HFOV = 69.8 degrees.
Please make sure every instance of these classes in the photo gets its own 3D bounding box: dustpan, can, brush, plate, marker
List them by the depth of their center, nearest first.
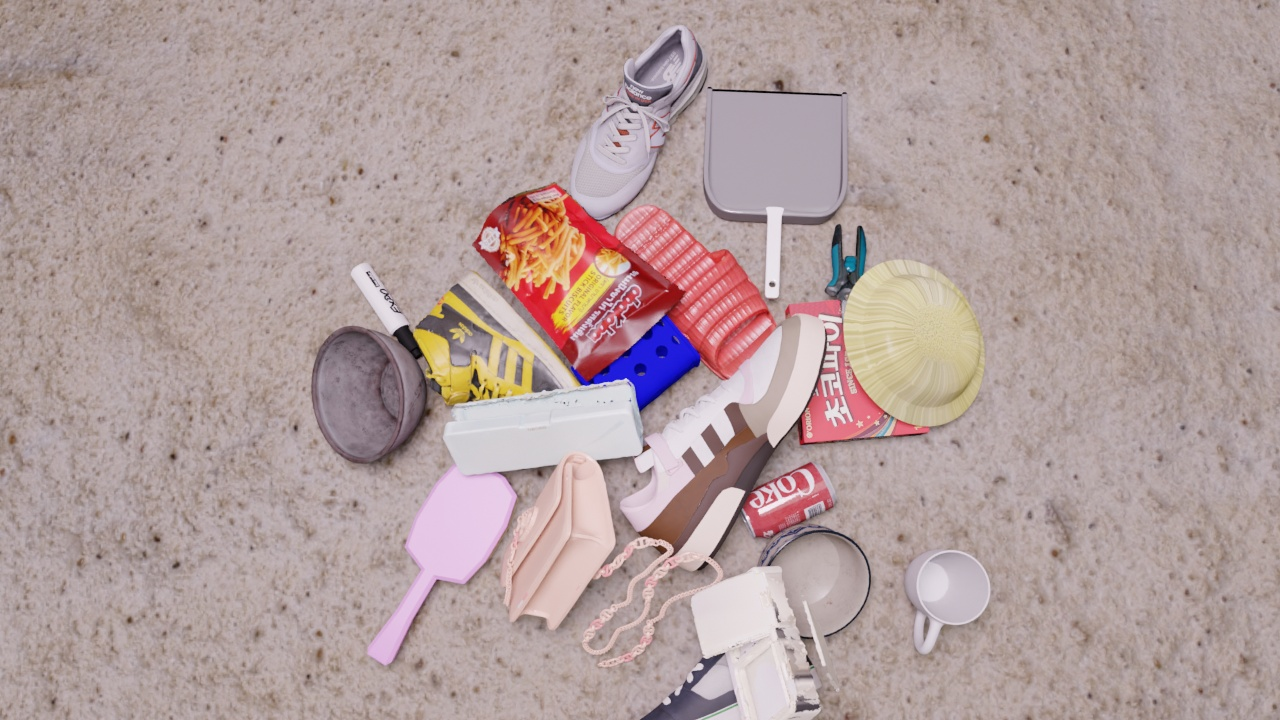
[{"bbox_3d":[0.304,-0.024,0.972,0.184,0.036,0.184,5,75,-21],"label":"plate"},{"bbox_3d":[0.155,0.150,0.976,0.096,0.054,0.054,-25,80,-2],"label":"can"},{"bbox_3d":[-0.216,0.217,0.982,0.089,0.043,0.228,30,83,7],"label":"brush"},{"bbox_3d":[-0.286,-0.055,1.040,0.025,0.025,0.126,-35,81,-4],"label":"marker"},{"bbox_3d":[0.152,-0.193,1.044,0.163,0.033,0.257,3,81,2],"label":"dustpan"}]

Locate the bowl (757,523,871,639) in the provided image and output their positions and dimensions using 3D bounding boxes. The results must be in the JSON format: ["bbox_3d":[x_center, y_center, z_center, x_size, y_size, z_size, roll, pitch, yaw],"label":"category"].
[{"bbox_3d":[0.173,0.222,0.951,0.115,0.059,0.115,-2,99,-10],"label":"bowl"}]

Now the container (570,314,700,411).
[{"bbox_3d":[-0.006,0.006,0.991,0.113,0.084,0.085,-39,82,-4],"label":"container"}]

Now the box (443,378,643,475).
[{"bbox_3d":[-0.097,0.075,0.936,0.199,0.072,0.086,-9,99,10],"label":"box"}]

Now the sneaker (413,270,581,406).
[{"bbox_3d":[-0.150,0.023,0.990,0.122,0.086,0.238,-41,80,-8],"label":"sneaker"}]

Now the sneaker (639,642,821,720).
[{"bbox_3d":[0.061,0.342,0.937,0.235,0.084,0.079,-22,71,-7],"label":"sneaker"}]

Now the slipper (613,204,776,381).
[{"bbox_3d":[0.064,-0.080,1.016,0.103,0.059,0.248,-39,80,-4],"label":"slipper"}]

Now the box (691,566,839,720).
[{"bbox_3d":[0.114,0.249,0.831,0.080,0.182,0.143,5,50,-24],"label":"box"}]

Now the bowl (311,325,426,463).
[{"bbox_3d":[-0.281,0.034,0.988,0.145,0.067,0.145,3,96,34],"label":"bowl"}]

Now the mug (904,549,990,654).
[{"bbox_3d":[0.300,0.245,0.936,0.071,0.089,0.107,21,82,5],"label":"mug"}]

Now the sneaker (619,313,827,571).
[{"bbox_3d":[0.077,0.065,0.947,0.116,0.111,0.294,29,98,-8],"label":"sneaker"}]

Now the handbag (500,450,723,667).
[{"bbox_3d":[-0.042,0.205,0.948,0.187,0.116,0.199,19,124,-21],"label":"handbag"}]

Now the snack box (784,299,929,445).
[{"bbox_3d":[0.235,0.010,1.005,0.132,0.036,0.152,-5,80,1],"label":"snack box"}]

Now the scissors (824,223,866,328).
[{"bbox_3d":[0.235,-0.095,1.006,0.135,0.019,0.130,-34,58,-14],"label":"scissors"}]

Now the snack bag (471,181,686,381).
[{"bbox_3d":[-0.070,-0.091,0.974,0.138,0.067,0.208,-40,74,-11],"label":"snack bag"}]

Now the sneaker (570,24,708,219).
[{"bbox_3d":[-0.006,-0.277,1.017,0.089,0.124,0.239,32,83,7],"label":"sneaker"}]
